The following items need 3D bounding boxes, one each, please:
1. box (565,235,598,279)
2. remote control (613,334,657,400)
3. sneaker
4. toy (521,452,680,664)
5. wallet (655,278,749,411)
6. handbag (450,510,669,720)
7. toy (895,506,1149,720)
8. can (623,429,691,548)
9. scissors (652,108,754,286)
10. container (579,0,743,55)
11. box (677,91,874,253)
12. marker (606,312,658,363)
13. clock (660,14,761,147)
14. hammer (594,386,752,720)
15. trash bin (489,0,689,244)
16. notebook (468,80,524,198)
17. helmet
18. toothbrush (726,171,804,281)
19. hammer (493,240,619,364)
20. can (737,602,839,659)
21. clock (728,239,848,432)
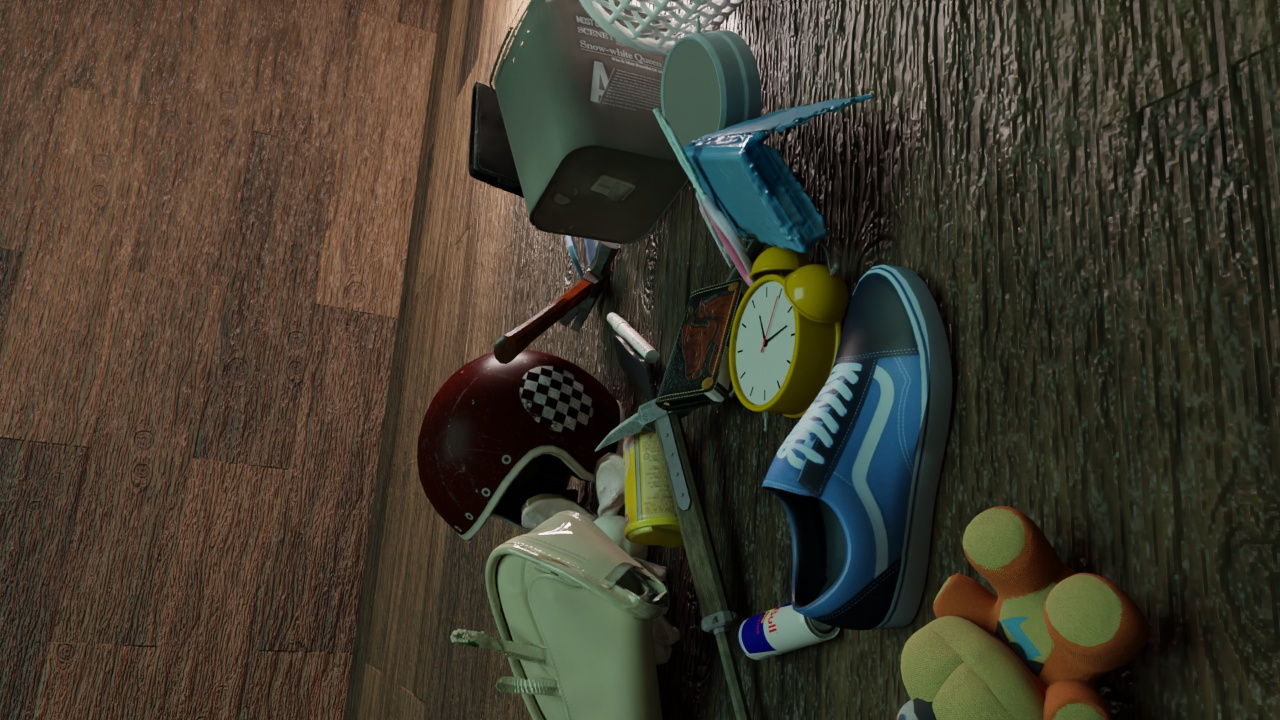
[{"bbox_3d":[-0.096,-0.199,1.274,0.069,0.064,0.209,118,152,-42],"label":"box"},{"bbox_3d":[-0.006,0.006,1.026,0.124,0.009,0.046,-135,29,-63],"label":"remote control"},{"bbox_3d":[0.134,0.049,0.589,0.084,0.098,0.241,166,112,-65],"label":"sneaker"},{"bbox_3d":[-0.015,0.208,0.917,0.205,0.131,0.106,56,179,32],"label":"toy"},{"bbox_3d":[0.058,-0.014,0.824,0.072,0.019,0.122,-12,49,43],"label":"wallet"},{"bbox_3d":[-0.054,0.265,0.792,0.184,0.131,0.229,8,114,43],"label":"handbag"},{"bbox_3d":[0.181,0.167,0.456,0.112,0.096,0.176,-132,44,-61],"label":"toy"},{"bbox_3d":[0.017,0.120,0.871,0.068,0.067,0.105,134,140,-53],"label":"can"},{"bbox_3d":[0.049,-0.144,0.789,0.016,0.179,0.108,-33,17,2],"label":"scissors"},{"bbox_3d":[0.047,-0.420,0.870,0.187,0.189,0.189,-21,62,63],"label":"container"},{"bbox_3d":[0.114,-0.160,0.736,0.110,0.094,0.231,-34,14,0],"label":"box"},{"bbox_3d":[-0.011,-0.028,1.062,0.145,0.017,0.017,-134,57,-62],"label":"marker"},{"bbox_3d":[0.069,-0.243,0.891,0.123,0.045,0.159,-24,79,65],"label":"clock"},{"bbox_3d":[0.049,0.169,0.773,0.147,0.028,0.316,-26,57,20],"label":"hammer"},{"bbox_3d":[-0.053,-0.272,1.055,0.198,0.197,0.219,-48,45,49],"label":"trash bin"},{"bbox_3d":[-0.116,-0.252,1.154,0.030,0.208,0.169,-45,39,43],"label":"notebook"},{"bbox_3d":[-0.128,0.115,1.046,0.234,0.253,0.233,-46,24,52],"label":"helmet"},{"bbox_3d":[0.103,-0.102,0.832,0.013,0.013,0.168,-93,25,-46],"label":"toothbrush"},{"bbox_3d":[-0.097,-0.058,1.059,0.111,0.028,0.299,-66,-7,24],"label":"hammer"},{"bbox_3d":[0.107,0.197,0.675,0.095,0.032,0.032,135,139,-54],"label":"can"},{"bbox_3d":[0.115,-0.026,0.727,0.113,0.052,0.152,-130,50,-61],"label":"clock"}]
